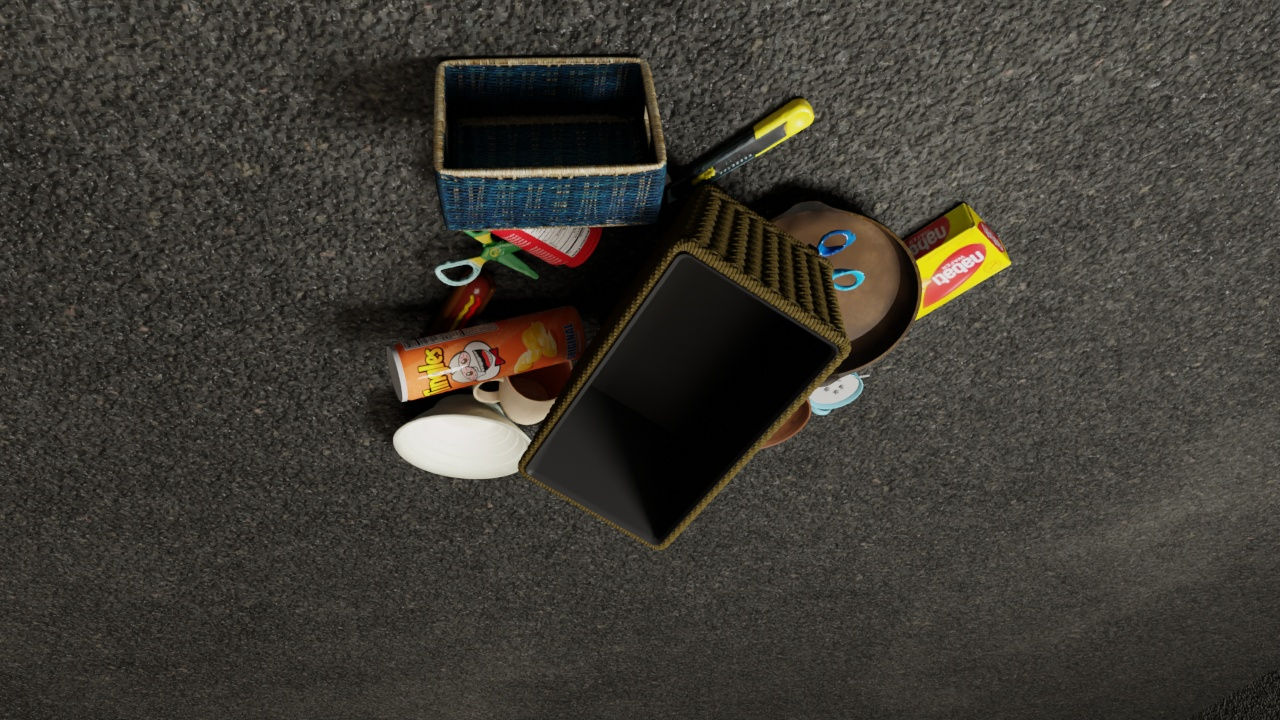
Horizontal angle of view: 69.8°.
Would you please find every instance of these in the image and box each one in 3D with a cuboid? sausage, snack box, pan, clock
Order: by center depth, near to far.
[{"bbox_3d":[0.128,-0.072,1.030,0.356,0.043,0.249,-5,129,10],"label":"pan"},{"bbox_3d":[-0.209,-0.044,1.032,0.040,0.040,0.156,15,136,-27],"label":"sausage"},{"bbox_3d":[0.314,-0.093,1.064,0.201,0.042,0.092,-34,134,29],"label":"snack box"},{"bbox_3d":[0.239,0.042,1.222,0.123,0.042,0.087,-32,136,25],"label":"clock"}]

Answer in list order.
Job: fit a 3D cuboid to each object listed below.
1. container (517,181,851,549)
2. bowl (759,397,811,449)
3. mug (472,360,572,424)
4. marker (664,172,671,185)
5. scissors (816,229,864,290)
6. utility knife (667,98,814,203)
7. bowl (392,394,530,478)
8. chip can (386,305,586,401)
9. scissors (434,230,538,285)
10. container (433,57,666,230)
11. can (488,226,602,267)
[{"bbox_3d":[0.044,-0.005,0.921,0.176,0.204,0.322,31,125,-9],"label":"container"},{"bbox_3d":[0.142,0.049,1.191,0.147,0.068,0.147,-4,142,-4],"label":"bowl"},{"bbox_3d":[-0.145,0.031,1.101,0.111,0.085,0.105,-1,156,-17],"label":"mug"},{"bbox_3d":[-0.027,-0.156,0.944,0.133,0.014,0.014,-27,138,22],"label":"marker"},{"bbox_3d":[0.166,-0.106,0.963,0.135,0.015,0.086,-1,133,12],"label":"scissors"},{"bbox_3d":[0.093,-0.203,0.905,0.171,0.020,0.028,-29,137,26],"label":"utility knife"},{"bbox_3d":[-0.223,0.089,1.174,0.177,0.057,0.177,1,148,0],"label":"bowl"},{"bbox_3d":[-0.168,-0.010,1.015,0.210,0.062,0.062,-14,146,-22],"label":"chip can"},{"bbox_3d":[-0.158,-0.109,0.961,0.128,0.012,0.120,33,107,-36],"label":"scissors"},{"bbox_3d":[-0.079,-0.187,0.790,0.187,0.145,0.071,-3,145,-7],"label":"container"},{"bbox_3d":[-0.110,-0.148,0.889,0.142,0.074,0.075,26,131,-36],"label":"can"}]
